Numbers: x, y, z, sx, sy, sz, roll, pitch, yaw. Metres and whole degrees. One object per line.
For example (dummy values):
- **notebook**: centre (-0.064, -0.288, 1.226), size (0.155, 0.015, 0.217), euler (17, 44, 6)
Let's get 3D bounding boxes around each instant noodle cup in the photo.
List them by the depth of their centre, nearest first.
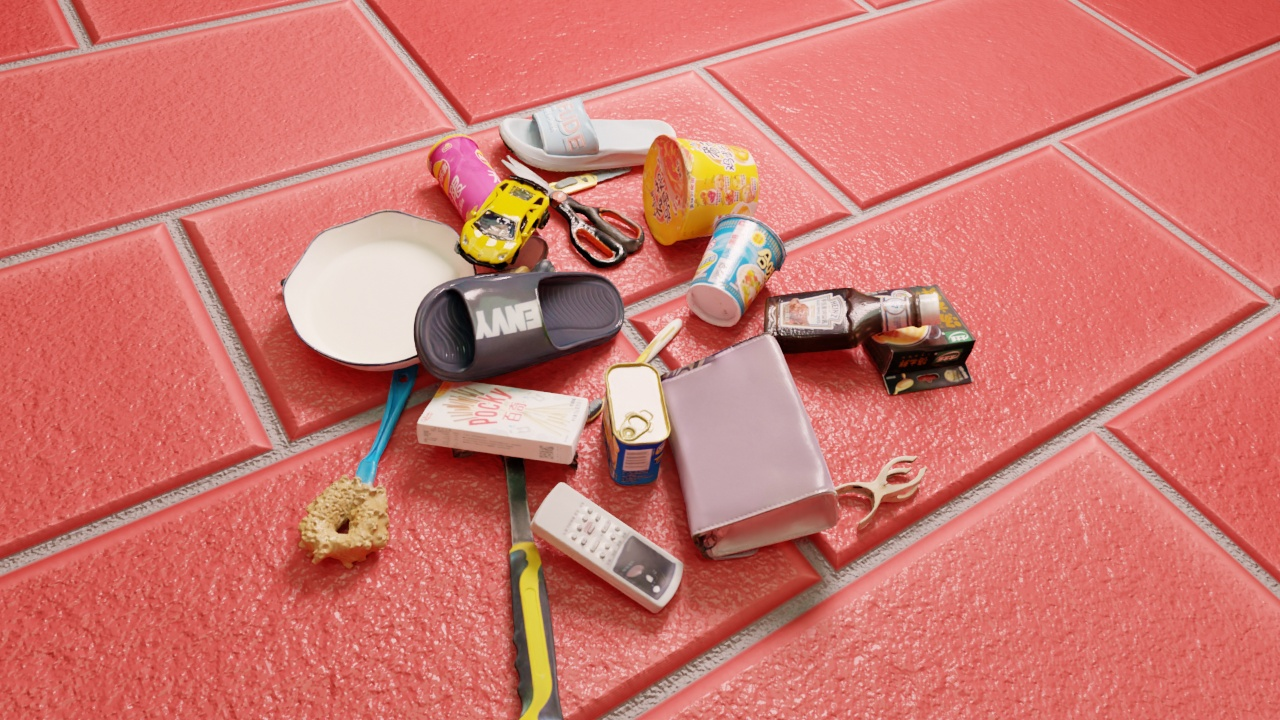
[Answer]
- **instant noodle cup**: centre (0.109, -0.102, 1.098), size (0.099, 0.099, 0.109), euler (25, 58, 13)
- **instant noodle cup**: centre (0.078, -0.217, 1.165), size (0.109, 0.138, 0.138), euler (-5, 51, -22)

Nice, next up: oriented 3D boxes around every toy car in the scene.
- **toy car**: centre (-0.152, -0.156, 1.038), size (0.071, 0.041, 0.155), euler (24, 43, 2)

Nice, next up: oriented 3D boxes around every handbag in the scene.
- **handbag**: centre (0.102, 0.089, 0.929), size (0.145, 0.098, 0.196), euler (-15, 53, 1)

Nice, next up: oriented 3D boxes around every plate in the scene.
- **plate**: centre (-0.281, -0.073, 1.009), size (0.205, 0.046, 0.204), euler (1, 60, -1)

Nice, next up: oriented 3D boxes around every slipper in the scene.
- **slipper**: centre (-0.113, -0.052, 0.978), size (0.267, 0.084, 0.110), euler (-13, 84, -39)
- **slipper**: centre (-0.069, -0.312, 1.251), size (0.245, 0.074, 0.104), euler (-4, 43, -12)

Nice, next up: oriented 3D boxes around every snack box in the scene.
- **snack box**: centre (-0.137, 0.060, 0.927), size (0.157, 0.027, 0.084), euler (8, 32, 6)
- **snack box**: centre (0.325, -0.028, 1.093), size (0.113, 0.053, 0.125), euler (-8, 47, -14)

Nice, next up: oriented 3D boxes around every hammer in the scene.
- **hammer**: centre (-0.105, 0.192, 0.859), size (0.126, 0.032, 0.322), euler (-5, 51, -11)

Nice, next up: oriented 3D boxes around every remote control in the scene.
- **remote control**: centre (-0.030, 0.175, 0.862), size (0.150, 0.021, 0.058), euler (33, 46, 0)

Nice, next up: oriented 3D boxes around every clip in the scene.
- **clip**: centre (0.251, 0.134, 0.957), size (0.100, 0.035, 0.071), euler (-27, 59, -17)

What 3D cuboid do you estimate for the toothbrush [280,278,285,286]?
- **toothbrush**: centre (-0.316, -0.051, 1.038), size (0.213, 0.027, 0.026), euler (21, 67, 12)

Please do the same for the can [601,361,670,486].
- **can**: centre (-0.008, 0.066, 0.942), size (0.057, 0.083, 0.102), euler (-3, 51, -10)

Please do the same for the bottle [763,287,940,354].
- **bottle**: centre (0.241, -0.049, 1.054), size (0.195, 0.044, 0.079), euler (-5, 49, 17)

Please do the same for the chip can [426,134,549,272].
- **chip can**: centre (-0.192, -0.193, 1.143), size (0.071, 0.072, 0.210), euler (-22, 56, -24)

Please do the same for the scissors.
- **scissors**: centre (-0.104, -0.194, 1.177), size (0.235, 0.022, 0.141), euler (21, 53, 4)

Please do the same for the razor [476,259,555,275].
- **razor**: centre (-0.179, -0.079, 1.063), size (0.167, 0.062, 0.067), euler (-6, 28, -5)

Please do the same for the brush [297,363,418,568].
- **brush**: centre (-0.267, 0.096, 0.918), size (0.083, 0.046, 0.254), euler (6, 46, 2)

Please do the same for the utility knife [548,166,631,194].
- **utility knife**: centre (-0.100, -0.234, 1.231), size (0.210, 0.022, 0.031), euler (-19, 60, -27)

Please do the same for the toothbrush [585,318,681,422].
- **toothbrush**: centre (-0.006, 0.006, 1.035), size (0.016, 0.018, 0.190), euler (32, 53, 16)
